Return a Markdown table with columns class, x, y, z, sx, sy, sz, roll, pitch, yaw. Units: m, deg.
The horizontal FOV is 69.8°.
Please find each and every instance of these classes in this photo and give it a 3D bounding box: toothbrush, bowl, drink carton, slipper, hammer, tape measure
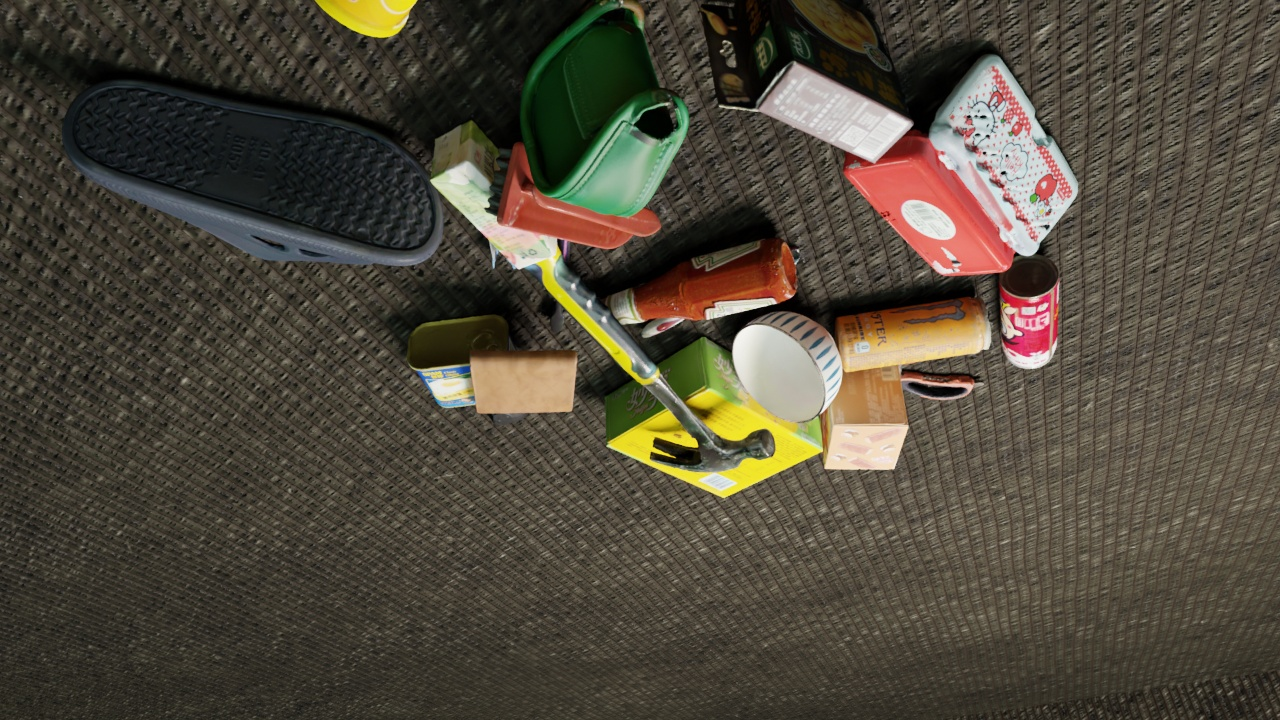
| class | x | y | z | sx | sy | sz | roll | pitch | yaw |
| --- | --- | --- | --- | --- | --- | --- | --- | --- | --- |
| toothbrush | 0.075 | -0.062 | 0.900 | 0.188 | 0.017 | 0.016 | -28 | 138 | 29 |
| bowl | 0.158 | -0.001 | 0.934 | 0.066 | 0.116 | 0.117 | -35 | 160 | -32 |
| toothbrush | -0.073 | -0.091 | 0.852 | 0.014 | 0.017 | 0.190 | 1 | 141 | -9 |
| drink carton | -0.119 | -0.132 | 0.750 | 0.046 | 0.053 | 0.122 | -20 | 141 | 22 |
| slipper | -0.285 | -0.134 | 0.703 | 0.268 | 0.110 | 0.083 | 14 | 158 | -16 |
| hammer | -0.005 | 0.005 | 0.886 | 0.126 | 0.031 | 0.323 | -20 | 126 | 35 |
| tape measure | -0.144 | 0.037 | 0.985 | 0.057 | 0.057 | 0.039 | -29 | 152 | -21 |

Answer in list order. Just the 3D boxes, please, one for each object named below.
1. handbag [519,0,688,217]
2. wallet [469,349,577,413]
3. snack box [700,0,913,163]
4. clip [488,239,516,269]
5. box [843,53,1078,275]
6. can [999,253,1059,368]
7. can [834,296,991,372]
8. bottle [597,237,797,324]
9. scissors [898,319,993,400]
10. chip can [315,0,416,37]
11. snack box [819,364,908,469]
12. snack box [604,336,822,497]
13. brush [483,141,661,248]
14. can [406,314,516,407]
| class | x | y | z | sx | sy | sz | roll | pitch | yaw |
| --- | --- | --- | --- | --- | --- | --- | --- | --- | --- |
| handbag | -0.026 | -0.175 | 0.634 | 0.068 | 0.131 | 0.120 | 8 | 140 | -33 |
| wallet | -0.115 | 0.023 | 0.903 | 0.101 | 0.020 | 0.115 | 1 | 151 | -7 |
| snack box | 0.111 | -0.202 | 0.620 | 0.125 | 0.113 | 0.053 | 16 | 139 | -27 |
| clip | -0.126 | -0.106 | 0.812 | 0.043 | 0.026 | 0.058 | 1 | 145 | 7 |
| box | 0.275 | -0.145 | 0.764 | 0.155 | 0.073 | 0.201 | -31 | 138 | 28 |
| can | 0.390 | -0.046 | 0.922 | 0.053 | 0.053 | 0.133 | -14 | 144 | 14 |
| can | 0.274 | -0.027 | 0.935 | 0.146 | 0.058 | 0.058 | -9 | 145 | 7 |
| bottle | 0.041 | -0.063 | 0.860 | 0.206 | 0.059 | 0.060 | -13 | 145 | 23 |
| scissors | 0.292 | 0.010 | 1.027 | 0.226 | 0.015 | 0.189 | -24 | 141 | 27 |
| chip can | -0.116 | -0.283 | 0.520 | 0.072 | 0.072 | 0.214 | 23 | 136 | -33 |
| snack box | 0.238 | 0.056 | 0.996 | 0.077 | 0.092 | 0.094 | -1 | 145 | 4 |
| snack box | 0.085 | 0.072 | 1.046 | 0.158 | 0.070 | 0.210 | -32 | 136 | 34 |
| brush | -0.048 | -0.123 | 0.728 | 0.069 | 0.063 | 0.145 | 19 | -172 | 41 |
| can | -0.175 | 0.003 | 0.935 | 0.102 | 0.057 | 0.083 | -7 | 147 | 5 |
